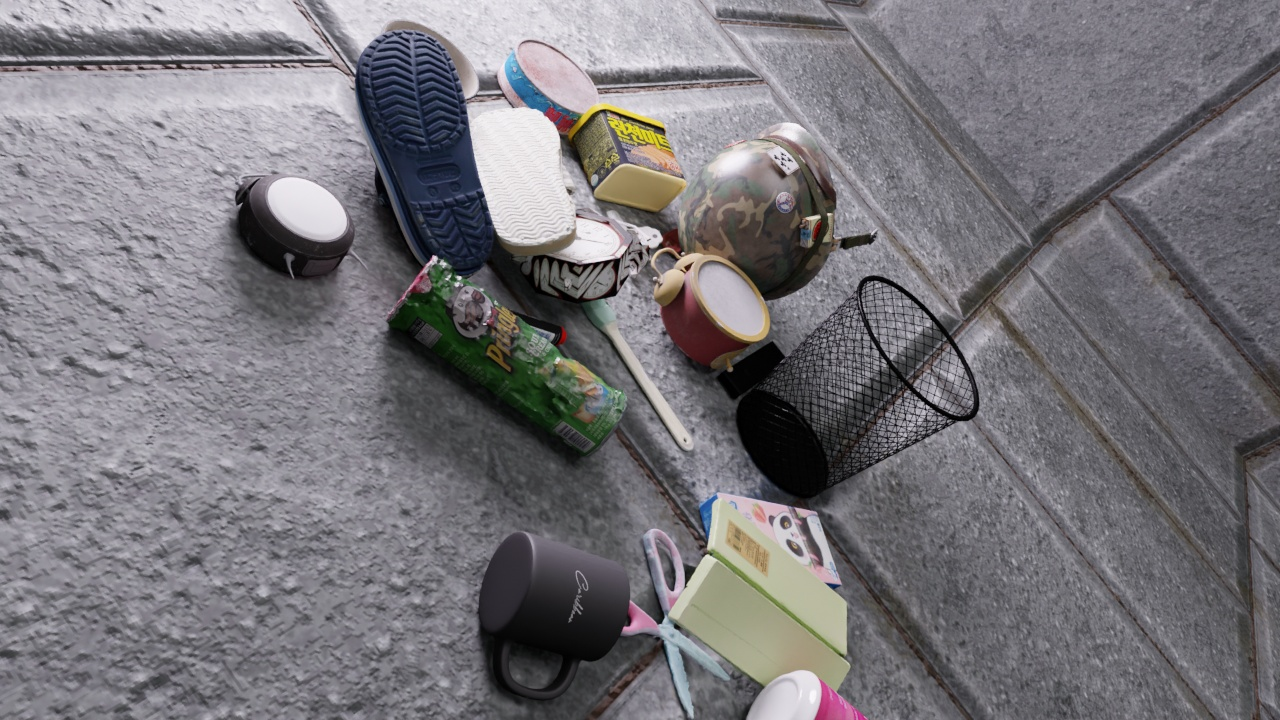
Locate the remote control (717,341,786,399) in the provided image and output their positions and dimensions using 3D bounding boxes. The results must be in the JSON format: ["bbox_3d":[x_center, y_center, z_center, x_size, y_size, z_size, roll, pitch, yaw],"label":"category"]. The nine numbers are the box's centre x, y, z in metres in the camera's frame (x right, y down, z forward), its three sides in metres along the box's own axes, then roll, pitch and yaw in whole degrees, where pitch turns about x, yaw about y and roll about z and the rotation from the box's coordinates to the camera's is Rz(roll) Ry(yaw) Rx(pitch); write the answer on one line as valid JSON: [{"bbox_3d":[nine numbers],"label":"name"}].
[{"bbox_3d":[0.141,0.010,1.135,0.034,0.013,0.149,52,34,7],"label":"remote control"}]

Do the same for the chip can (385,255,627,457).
[{"bbox_3d":[-0.114,0.000,0.821,0.223,0.076,0.075,36,37,-16],"label":"chip can"}]

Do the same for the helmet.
[{"bbox_3d":[0.163,-0.187,1.168,0.235,0.224,0.193,10,20,-47],"label":"helmet"}]

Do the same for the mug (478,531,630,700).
[{"bbox_3d":[-0.070,0.195,0.688,0.088,0.078,0.113,25,67,-29],"label":"mug"}]

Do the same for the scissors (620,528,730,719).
[{"bbox_3d":[0.020,0.218,0.806,0.170,0.014,0.167,38,36,-13],"label":"scissors"}]

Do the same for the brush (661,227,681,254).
[{"bbox_3d":[0.071,-0.188,1.237,0.041,0.030,0.171,44,35,-5],"label":"brush"}]

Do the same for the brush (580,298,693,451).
[{"bbox_3d":[-0.006,0.006,0.987,0.033,0.012,0.217,-20,74,-54],"label":"brush"}]

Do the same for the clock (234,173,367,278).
[{"bbox_3d":[-0.290,-0.121,0.774,0.091,0.044,0.122,-17,70,-52],"label":"clock"}]

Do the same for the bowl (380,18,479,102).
[{"bbox_3d":[-0.239,-0.304,0.992,0.115,0.059,0.115,28,40,-26],"label":"bowl"}]

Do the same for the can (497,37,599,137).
[{"bbox_3d":[-0.117,-0.351,1.181,0.130,0.044,0.129,28,40,-26],"label":"can"}]

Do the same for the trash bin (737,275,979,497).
[{"bbox_3d":[0.231,0.041,1.028,0.184,0.211,0.183,28,40,-26],"label":"trash bin"}]

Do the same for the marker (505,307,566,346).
[{"bbox_3d":[-0.135,-0.040,0.884,0.145,0.021,0.023,19,74,-35],"label":"marker"}]

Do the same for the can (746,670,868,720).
[{"bbox_3d":[0.171,0.344,0.779,0.166,0.088,0.088,41,35,-9],"label":"can"}]

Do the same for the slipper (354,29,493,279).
[{"bbox_3d":[-0.217,-0.193,0.890,0.105,0.095,0.252,-12,82,-32],"label":"slipper"}]

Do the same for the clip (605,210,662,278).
[{"bbox_3d":[-0.005,-0.140,1.123,0.054,0.041,0.101,-4,59,-27],"label":"clip"}]

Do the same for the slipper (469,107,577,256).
[{"bbox_3d":[-0.125,-0.189,0.972,0.114,0.054,0.272,-5,42,-11],"label":"slipper"}]

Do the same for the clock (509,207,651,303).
[{"bbox_3d":[-0.055,-0.111,0.973,0.115,0.065,0.154,30,42,28],"label":"clock"}]

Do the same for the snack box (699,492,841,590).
[{"bbox_3d":[0.133,0.189,0.937,0.154,0.033,0.087,16,45,-37],"label":"snack box"}]

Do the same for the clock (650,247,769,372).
[{"bbox_3d":[0.069,-0.064,1.069,0.159,0.081,0.116,48,38,-3],"label":"clock"}]

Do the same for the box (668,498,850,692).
[{"bbox_3d":[0.121,0.228,0.841,0.188,0.048,0.140,42,49,-18],"label":"box"}]

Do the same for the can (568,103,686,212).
[{"bbox_3d":[-0.014,-0.257,1.177,0.130,0.073,0.101,4,56,-45],"label":"can"}]
